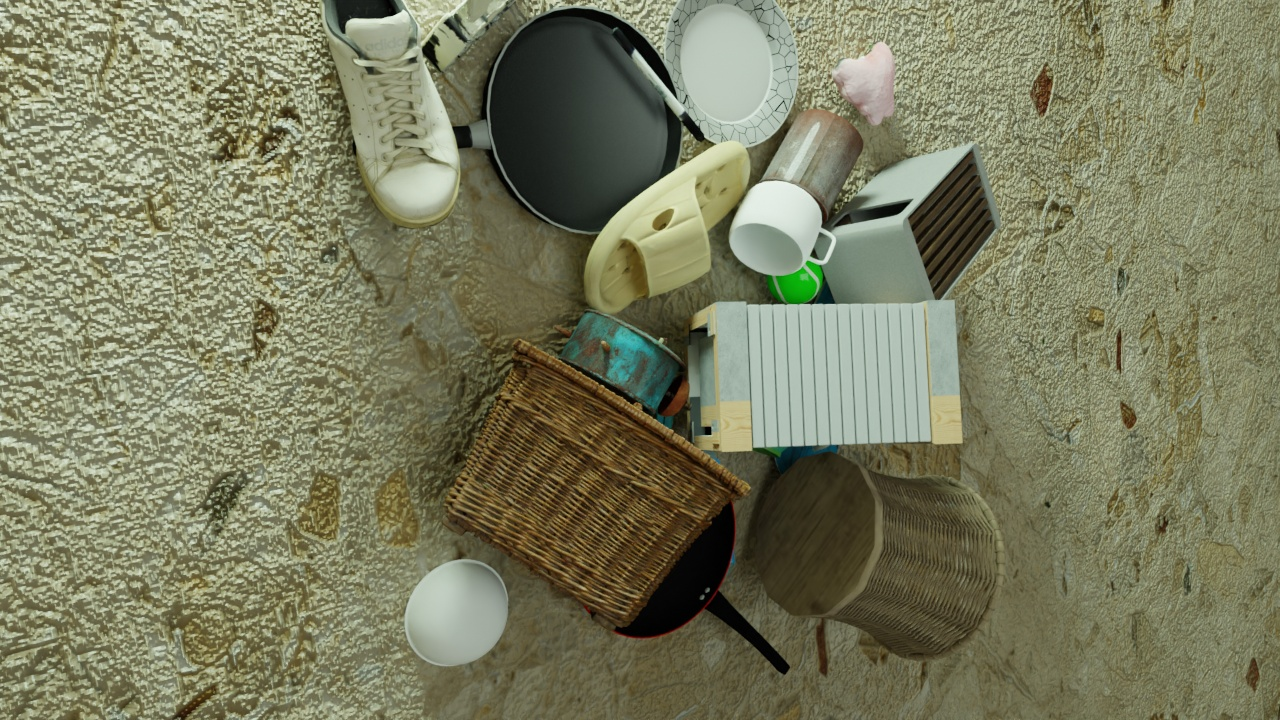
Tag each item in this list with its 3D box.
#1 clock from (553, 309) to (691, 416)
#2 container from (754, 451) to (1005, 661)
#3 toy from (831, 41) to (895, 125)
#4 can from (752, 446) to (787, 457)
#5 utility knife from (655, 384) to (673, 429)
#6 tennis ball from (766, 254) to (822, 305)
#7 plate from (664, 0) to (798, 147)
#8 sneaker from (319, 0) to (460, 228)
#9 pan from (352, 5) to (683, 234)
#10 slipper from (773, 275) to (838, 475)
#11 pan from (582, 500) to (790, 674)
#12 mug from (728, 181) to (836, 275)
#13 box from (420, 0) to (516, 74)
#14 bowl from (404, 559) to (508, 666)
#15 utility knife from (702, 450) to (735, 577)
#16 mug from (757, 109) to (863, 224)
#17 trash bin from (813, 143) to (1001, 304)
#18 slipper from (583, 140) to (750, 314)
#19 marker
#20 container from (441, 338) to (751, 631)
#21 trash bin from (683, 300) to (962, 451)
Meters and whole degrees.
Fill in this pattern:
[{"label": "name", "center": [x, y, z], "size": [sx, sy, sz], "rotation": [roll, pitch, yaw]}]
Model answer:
[{"label": "clock", "center": [-0.005, 0.006, 0.950], "size": [0.157, 0.121, 0.073], "rotation": [36, 80, -36]}, {"label": "container", "center": [0.270, 0.224, 1.079], "size": [0.196, 0.227, 0.226], "rotation": [21, 84, -30]}, {"label": "toy", "center": [0.284, -0.340, 1.131], "size": [0.102, 0.050, 0.093], "rotation": [-35, 109, -28]}, {"label": "can", "center": [0.153, 0.033, 1.070], "size": [0.083, 0.083, 0.144], "rotation": [27, 81, -31]}, {"label": "utility knife", "center": [0.027, 0.071, 0.999], "size": [0.022, 0.016, 0.117], "rotation": [6, 47, 1]}, {"label": "tennis ball", "center": [0.182, -0.098, 1.085], "size": [0.065, 0.065, 0.065], "rotation": [-4, 97, -32]}, {"label": "plate", "center": [0.101, -0.336, 1.038], "size": [0.188, 0.016, 0.188], "rotation": [-4, 97, -32]}, {"label": "sneaker", "center": [-0.208, -0.236, 0.773], "size": [0.088, 0.102, 0.241], "rotation": [-18, 86, -22]}, {"label": "pan", "center": [-0.111, -0.228, 0.907], "size": [0.355, 0.034, 0.225], "rotation": [-15, 103, -30]}, {"label": "slipper", "center": [0.236, 0.020, 1.136], "size": [0.118, 0.060, 0.294], "rotation": [19, 85, -29]}, {"label": "pan", "center": [0.057, 0.248, 1.042], "size": [0.208, 0.067, 0.356], "rotation": [-50, 118, -18]}, {"label": "mug", "center": [0.161, -0.144, 1.028], "size": [0.115, 0.094, 0.068], "rotation": [24, 62, 4]}, {"label": "box", "center": [-0.129, -0.340, 0.806], "size": [0.066, 0.186, 0.145], "rotation": [38, 69, -1]}, {"label": "bowl", "center": [-0.175, 0.258, 0.915], "size": [0.109, 0.041, 0.110], "rotation": [-4, 97, -32]}, {"label": "utility knife", "center": [0.090, 0.167, 1.087], "size": [0.031, 0.015, 0.196], "rotation": [-19, 103, -34]}, {"label": "mug", "center": [0.204, -0.217, 1.081], "size": [0.110, 0.096, 0.123], "rotation": [-56, 151, -11]}, {"label": "trash bin", "center": [0.326, -0.155, 1.105], "size": [0.228, 0.115, 0.114], "rotation": [-42, 116, -38]}, {"label": "slipper", "center": [0.048, -0.140, 0.970], "size": [0.260, 0.079, 0.111], "rotation": [-44, 144, -25]}, {"label": "marker", "center": [0.021, -0.286, 0.960], "size": [0.152, 0.011, 0.011], "rotation": [45, 72, -27]}, {"label": "container", "center": [-0.055, 0.122, 0.869], "size": [0.250, 0.162, 0.183], "rotation": [33, 86, -3]}, {"label": "trash bin", "center": [0.182, 0.019, 0.959], "size": [0.246, 0.142, 0.142], "rotation": [-1, 86, -10]}]
